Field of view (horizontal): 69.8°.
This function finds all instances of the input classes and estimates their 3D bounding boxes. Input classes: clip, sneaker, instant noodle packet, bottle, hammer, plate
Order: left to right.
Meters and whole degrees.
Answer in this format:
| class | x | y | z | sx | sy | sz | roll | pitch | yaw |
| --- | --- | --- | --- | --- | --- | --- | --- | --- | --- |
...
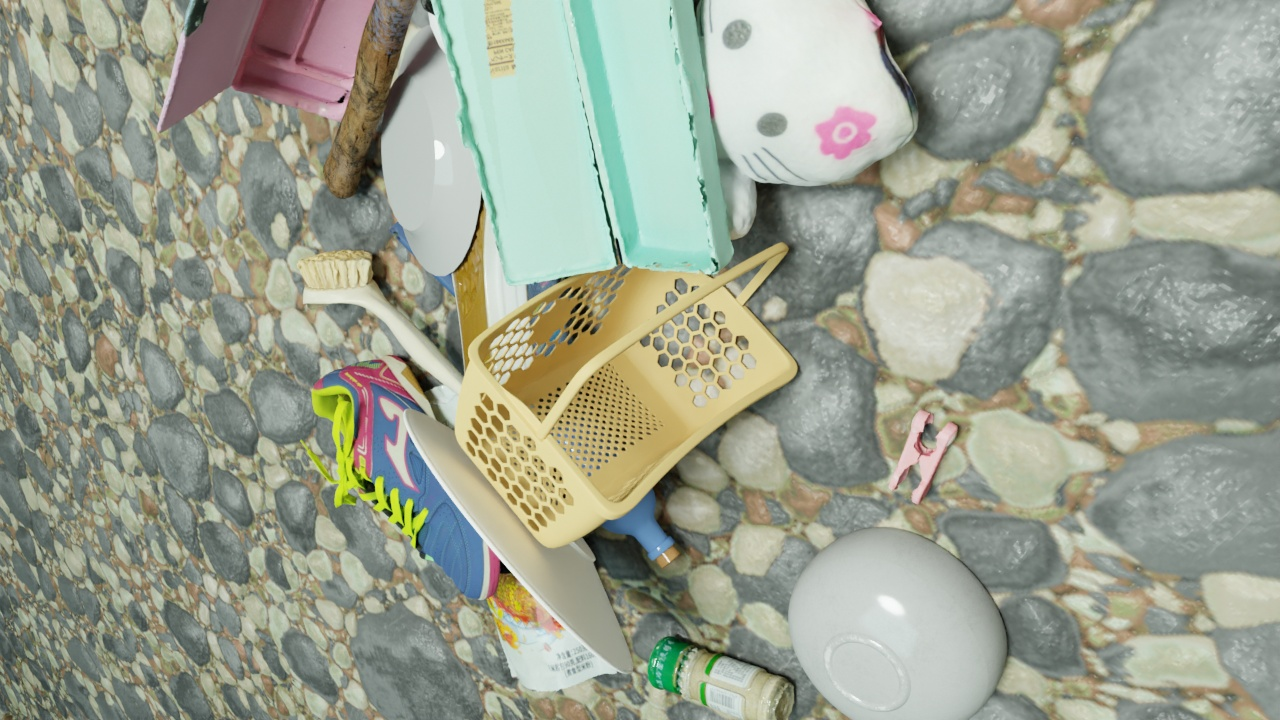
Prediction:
| class | x | y | z | sx | sy | sz | roll | pitch | yaw |
| --- | --- | --- | --- | --- | --- | --- | --- | --- | --- |
| hammer | -0.179 | -0.201 | 0.611 | 0.331 | 0.033 | 0.120 | -33 | 74 | 60 |
| sneaker | -0.198 | 0.101 | 0.748 | 0.241 | 0.090 | 0.116 | 52 | 141 | 29 |
| plate | -0.156 | -0.146 | 0.648 | 0.173 | 0.019 | 0.173 | 16 | 109 | 55 |
| instant noodle packet | -0.114 | 0.143 | 0.774 | 0.147 | 0.057 | 0.269 | -20 | 92 | 39 |
| sneaker | -0.083 | -0.062 | 0.645 | 0.088 | 0.079 | 0.235 | -2 | 92 | 59 |
| plate | -0.071 | 0.110 | 0.619 | 0.229 | 0.030 | 0.229 | 48 | 175 | 5 |
| bottle | -0.019 | 0.097 | 0.679 | 0.131 | 0.047 | 0.048 | 50 | 131 | 8 |
| bottle | 0.060 | 0.242 | 0.690 | 0.110 | 0.042 | 0.043 | 8 | 115 | 33 |
| clip | 0.171 | 0.060 | 0.535 | 0.041 | 0.023 | 0.059 | 23 | 121 | 32 |

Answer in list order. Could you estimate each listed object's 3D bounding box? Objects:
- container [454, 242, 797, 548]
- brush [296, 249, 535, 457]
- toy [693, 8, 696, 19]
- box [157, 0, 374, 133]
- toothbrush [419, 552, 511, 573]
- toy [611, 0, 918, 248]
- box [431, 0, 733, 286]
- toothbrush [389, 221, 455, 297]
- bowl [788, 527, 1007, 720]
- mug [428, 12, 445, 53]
| class | x | y | z | sx | sy | sz | roll | pitch | yaw |
| --- | --- | --- | --- | --- | --- | --- | --- | --- | --- |
| container | -0.003 | 0.003 | 0.536 | 0.129 | 0.182 | 0.167 | 49 | 139 | 9 |
| brush | -0.182 | -0.010 | 0.745 | 0.272 | 0.061 | 0.077 | 37 | 137 | 21 |
| toy | 0.002 | -0.226 | 0.519 | 0.087 | 0.050 | 0.112 | -1 | 104 | 38 |
| box | -0.229 | -0.254 | 0.605 | 0.234 | 0.172 | 0.075 | -43 | 77 | 40 |
| toothbrush | -0.131 | 0.169 | 0.759 | 0.188 | 0.017 | 0.014 | -4 | 86 | 42 |
| toy | 0.044 | -0.138 | 0.500 | 0.210 | 0.085 | 0.138 | -13 | 104 | 42 |
| box | -0.029 | -0.131 | 0.473 | 0.138 | 0.056 | 0.187 | 1 | 118 | 23 |
| toothbrush | -0.136 | -0.042 | 0.726 | 0.190 | 0.017 | 0.016 | 46 | 130 | 12 |
| bowl | 0.152 | 0.177 | 0.573 | 0.132 | 0.064 | 0.132 | 16 | 119 | 31 |
| mug | -0.086 | -0.226 | 0.544 | 0.076 | 0.090 | 0.124 | 0 | 138 | 46 |
